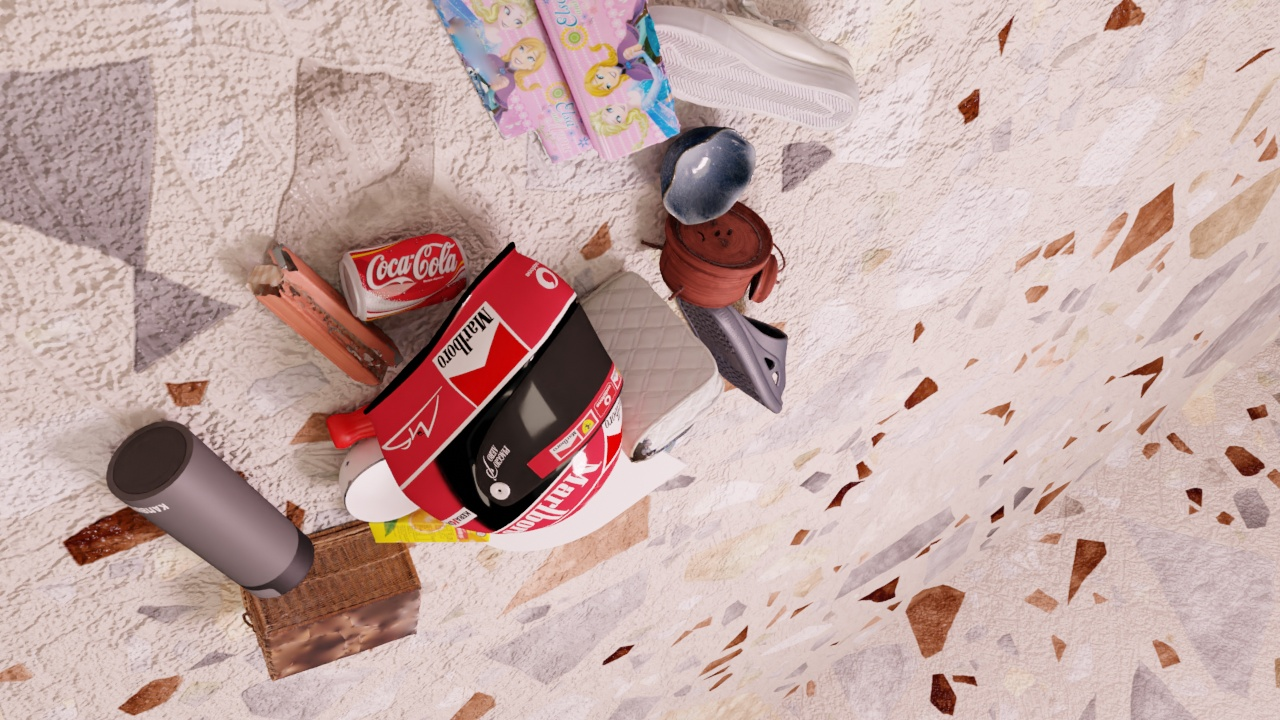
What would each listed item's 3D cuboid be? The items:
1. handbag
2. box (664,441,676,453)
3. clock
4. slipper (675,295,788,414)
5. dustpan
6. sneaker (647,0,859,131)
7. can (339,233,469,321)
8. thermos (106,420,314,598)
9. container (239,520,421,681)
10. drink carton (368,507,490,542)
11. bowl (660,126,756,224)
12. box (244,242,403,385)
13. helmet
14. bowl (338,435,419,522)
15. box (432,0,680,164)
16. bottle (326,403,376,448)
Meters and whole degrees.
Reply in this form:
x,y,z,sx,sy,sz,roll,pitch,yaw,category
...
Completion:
x,y,z,sx,sy,sz,roll,pitch,yaw,category
-0.006,0.006,1.000,0.139,0.195,0.072,-38,145,-1,handbag
0.049,0.069,1.224,0.068,0.059,0.210,-16,146,-30,box
0.091,-0.118,1.007,0.157,0.120,0.072,-8,144,-23,clock
0.129,-0.030,1.168,0.083,0.111,0.268,-49,141,-10,slipper
-0.104,0.144,1.138,0.258,0.053,0.191,-39,132,23,dustpan
0.097,-0.291,0.859,0.242,0.090,0.090,10,157,-24,sneaker
-0.215,-0.078,0.837,0.104,0.064,0.064,-17,141,-26,can
-0.419,0.157,0.918,0.082,0.082,0.241,-30,145,-10,thermos
-0.361,0.277,1.080,0.198,0.112,0.114,-13,139,-28,container
-0.239,0.179,1.066,0.134,0.058,0.043,0,135,0,drink carton
0.060,-0.198,0.941,0.110,0.055,0.111,-23,144,-19,bowl
-0.278,-0.042,0.842,0.063,0.056,0.188,-67,154,-21,box
-0.123,0.051,0.892,0.272,0.224,0.197,-42,-169,27,helmet
-0.279,0.118,1.009,0.113,0.063,0.114,-23,143,-19,bowl
-0.064,-0.250,0.764,0.159,0.035,0.230,-21,146,3,box
-0.269,0.058,0.972,0.118,0.036,0.036,-19,142,-24,bottle
